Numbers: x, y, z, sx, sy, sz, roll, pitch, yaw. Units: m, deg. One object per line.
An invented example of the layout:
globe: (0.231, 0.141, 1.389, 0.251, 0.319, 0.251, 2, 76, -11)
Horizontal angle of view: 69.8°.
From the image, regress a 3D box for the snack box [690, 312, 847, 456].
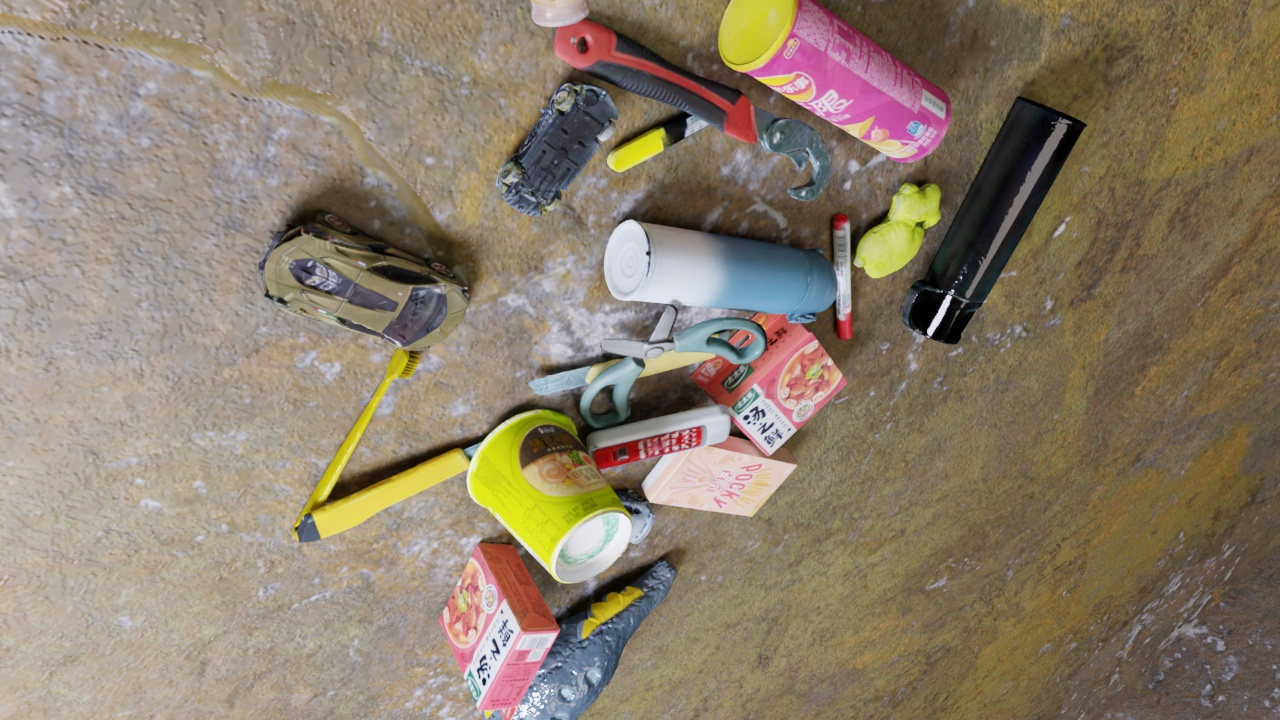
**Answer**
snack box: (0.129, 0.019, 0.900, 0.113, 0.044, 0.127, -44, 135, 4)

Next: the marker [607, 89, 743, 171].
marker: (0.028, -0.178, 0.707, 0.124, 0.015, 0.018, -31, 127, -14)

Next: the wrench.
wrench: (0.052, -0.191, 0.696, 0.273, 0.016, 0.056, 19, 99, -35)

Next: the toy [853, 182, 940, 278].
toy: (0.249, -0.122, 0.880, 0.096, 0.031, 0.100, -8, 126, -31)

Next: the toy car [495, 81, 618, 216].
toy car: (-0.060, -0.152, 0.655, 0.049, 0.031, 0.106, 29, 106, -44)

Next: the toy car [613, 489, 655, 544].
toy car: (-0.040, 0.153, 0.900, 0.120, 0.037, 0.054, 18, 112, -37)

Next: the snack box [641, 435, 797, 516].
snack box: (0.084, 0.118, 0.954, 0.157, 0.026, 0.085, 15, 121, -39)

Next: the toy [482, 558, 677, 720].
toy: (-0.096, 0.352, 0.988, 0.357, 0.091, 0.137, -49, 162, 10)

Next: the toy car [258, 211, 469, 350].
toy car: (-0.188, -0.050, 0.646, 0.158, 0.042, 0.070, 20, 111, -44)

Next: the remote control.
remote control: (0.018, 0.072, 0.854, 0.136, 0.020, 0.056, -12, 148, -5)

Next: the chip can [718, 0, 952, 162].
chip can: (0.157, -0.221, 0.717, 0.210, 0.071, 0.071, 15, 114, -40)

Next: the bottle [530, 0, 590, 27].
bottle: (-0.062, -0.290, 0.523, 0.068, 0.068, 0.190, -24, 133, -16)

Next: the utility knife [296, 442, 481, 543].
utility knife: (-0.185, 0.099, 0.773, 0.215, 0.015, 0.033, -23, 140, -25)

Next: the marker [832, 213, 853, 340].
marker: (0.196, -0.078, 0.889, 0.017, 0.017, 0.145, -26, 133, -14)

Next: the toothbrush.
toothbrush: (-0.227, 0.068, 0.727, 0.016, 0.015, 0.190, 17, 112, -47)

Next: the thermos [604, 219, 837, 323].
thermos: (0.076, -0.073, 0.781, 0.220, 0.070, 0.070, 4, 120, -35)

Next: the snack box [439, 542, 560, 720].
snack box: (-0.139, 0.256, 0.859, 0.044, 0.113, 0.127, 9, 117, -39)

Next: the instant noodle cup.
instant noodle cup: (-0.070, 0.121, 0.784, 0.111, 0.123, 0.112, -24, 136, -26)

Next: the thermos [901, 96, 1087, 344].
thermos: (0.336, -0.132, 0.901, 0.089, 0.068, 0.243, 0, 123, -38)

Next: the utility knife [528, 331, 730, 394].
utility knife: (-0.005, 0.005, 0.820, 0.204, 0.021, 0.031, -17, 127, -31)

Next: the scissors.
scissors: (0.022, 0.010, 0.808, 0.171, 0.019, 0.170, 2, 142, -35)
